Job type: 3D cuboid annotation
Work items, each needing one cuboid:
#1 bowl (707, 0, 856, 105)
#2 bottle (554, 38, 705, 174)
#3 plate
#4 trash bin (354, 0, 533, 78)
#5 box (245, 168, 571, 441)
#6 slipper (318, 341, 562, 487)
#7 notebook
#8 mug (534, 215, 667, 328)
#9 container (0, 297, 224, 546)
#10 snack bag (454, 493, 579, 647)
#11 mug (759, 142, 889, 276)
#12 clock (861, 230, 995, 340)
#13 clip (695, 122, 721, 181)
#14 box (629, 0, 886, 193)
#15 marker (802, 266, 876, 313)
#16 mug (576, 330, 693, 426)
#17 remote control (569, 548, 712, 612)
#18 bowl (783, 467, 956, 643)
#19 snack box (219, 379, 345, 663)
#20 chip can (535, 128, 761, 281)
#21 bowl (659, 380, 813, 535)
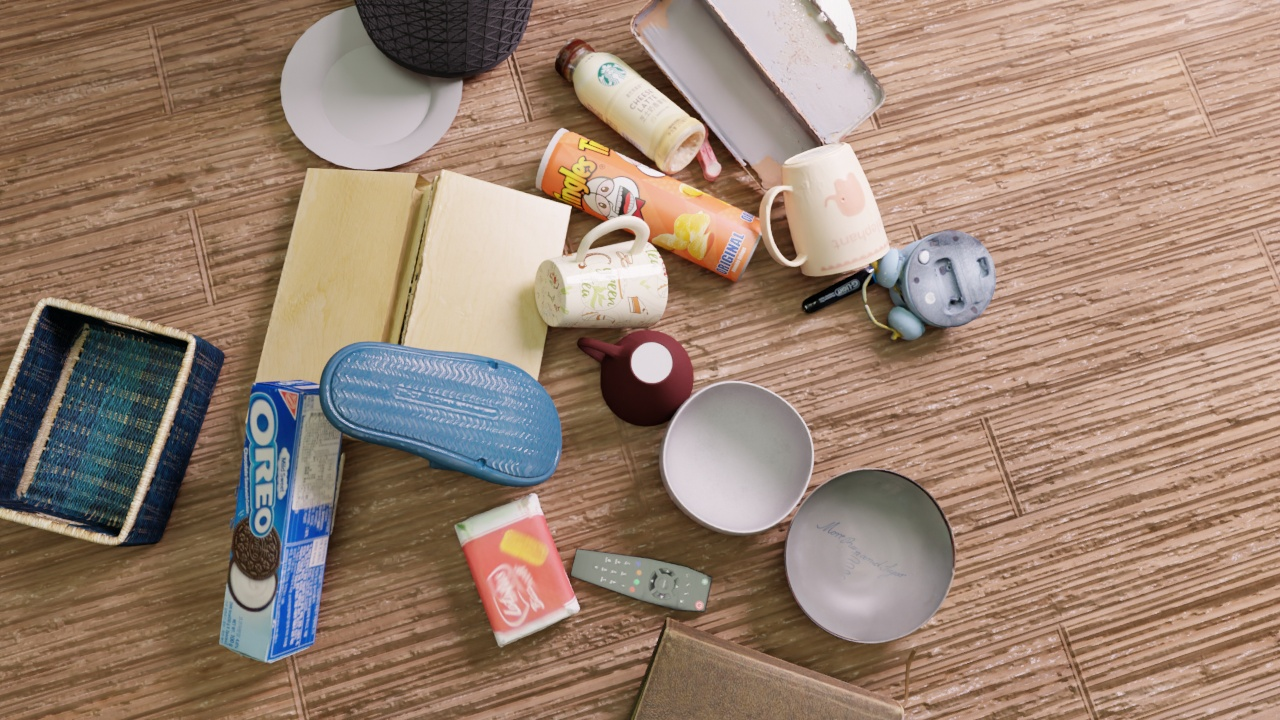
[{"bbox_3d":[0.134,-0.340,0.901,0.177,0.071,0.177,0,79,-2],"label":"bowl"},{"bbox_3d":[-0.014,-0.247,0.877,0.056,0.056,0.162,-44,73,-10],"label":"bottle"},{"bbox_3d":[-0.259,-0.264,0.895,0.173,0.019,0.172,0,79,-2],"label":"plate"},{"bbox_3d":[-0.173,-0.389,0.794,0.217,0.244,0.216,3,69,-9],"label":"trash bin"},{"bbox_3d":[-0.208,-0.044,0.830,0.261,0.097,0.247,8,78,5],"label":"box"},{"bbox_3d":[-0.158,0.041,0.756,0.213,0.059,0.103,20,69,-30],"label":"slipper"},{"bbox_3d":[0.105,0.301,0.770,0.215,0.034,0.190,20,95,1],"label":"notebook"},{"bbox_3d":[-0.031,-0.077,0.802,0.097,0.122,0.081,-9,54,-33],"label":"mug"},{"bbox_3d":[-0.468,0.055,0.797,0.145,0.071,0.187,15,79,0],"label":"container"},{"bbox_3d":[-0.108,0.182,0.806,0.077,0.036,0.116,-21,81,-7],"label":"snack bag"},{"bbox_3d":[0.160,-0.134,0.834,0.111,0.085,0.104,-24,107,-15],"label":"mug"},{"bbox_3d":[0.266,-0.070,0.856,0.124,0.052,0.089,-20,96,-7],"label":"clock"},{"bbox_3d":[0.061,-0.202,0.899,0.022,0.035,0.057,-21,86,-10],"label":"clip"},{"bbox_3d":[0.110,-0.279,0.853,0.149,0.042,0.216,-39,100,19],"label":"box"},{"bbox_3d":[0.210,-0.076,0.881,0.123,0.015,0.018,-26,85,-8],"label":"marker"},{"bbox_3d":[-0.005,0.005,0.818,0.114,0.088,0.087,25,79,2],"label":"mug"},{"bbox_3d":[0.000,0.195,0.821,0.125,0.010,0.039,13,79,0],"label":"remote control"},{"bbox_3d":[0.195,0.171,0.811,0.150,0.057,0.150,1,80,-4],"label":"bowl"},{"bbox_3d":[-0.296,0.131,0.763,0.059,0.059,0.226,12,95,23],"label":"snack box"},{"bbox_3d":[0.010,-0.146,0.861,0.210,0.062,0.062,25,79,2],"label":"chip can"},{"bbox_3d":[0.083,0.088,0.818,0.132,0.064,0.131,0,79,-2],"label":"bowl"}]
